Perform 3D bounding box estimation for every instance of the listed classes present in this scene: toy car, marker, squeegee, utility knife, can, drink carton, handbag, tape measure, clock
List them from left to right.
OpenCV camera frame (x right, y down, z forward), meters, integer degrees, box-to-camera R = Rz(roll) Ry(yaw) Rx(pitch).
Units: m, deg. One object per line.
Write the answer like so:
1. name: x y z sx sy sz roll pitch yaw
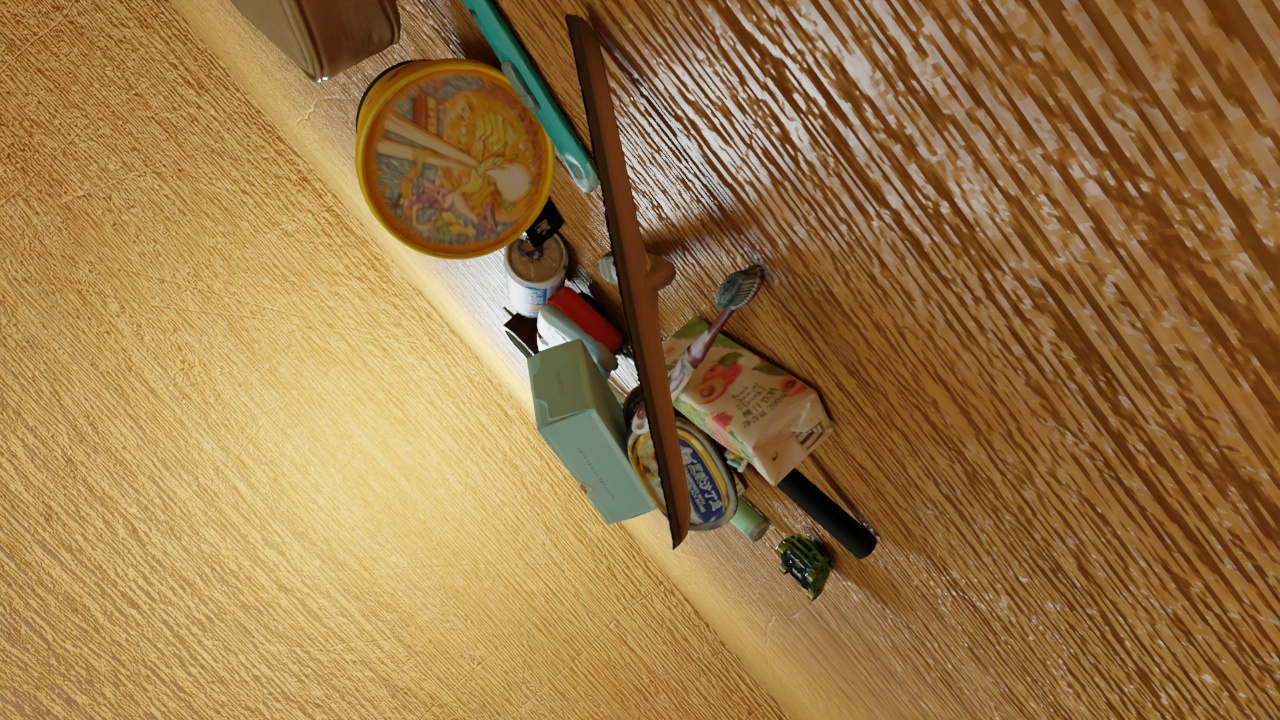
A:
1. handbag: -0.224 -0.270 0.552 0.204 0.099 0.148 44 161 22
2. utility knife: -0.071 -0.166 0.515 0.029 0.013 0.187 19 150 51
3. tape measure: -0.098 -0.126 0.711 0.066 0.033 0.066 35 163 46
4. can: -0.092 -0.076 0.807 0.053 0.053 0.135 48 169 2
5. clock: -0.106 -0.024 1.036 0.122 0.055 0.082 36 164 42
6. squeegee: -0.003 -0.051 0.536 0.249 0.040 0.248 -124 22 -80
7. can: 0.034 0.082 0.764 0.049 0.075 0.148 -96 -18 -49
8. drink carton: 0.057 0.022 0.564 0.122 0.053 0.045 36 165 50
9. marker: 0.110 0.087 0.620 0.132 0.020 0.022 42 135 -13
10. toy car: 0.145 0.178 0.802 0.043 0.036 0.091 44 170 28

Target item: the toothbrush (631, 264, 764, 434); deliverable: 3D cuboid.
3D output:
1. toothbrush: 0.025 0.001 0.524 0.016 0.017 0.188 65 151 20

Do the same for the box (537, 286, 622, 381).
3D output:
1. box: -0.059 -0.009 0.852 0.086 0.046 0.201 43 169 2

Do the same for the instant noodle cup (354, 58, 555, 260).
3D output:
1. instant noodle cup: -0.128 -0.137 0.588 0.118 0.118 0.114 56 174 -34

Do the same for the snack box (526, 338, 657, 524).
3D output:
1. snack box: -0.038 0.065 0.773 0.175 0.052 0.074 63 -171 -50

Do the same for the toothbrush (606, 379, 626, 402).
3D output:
1. toothbrush: 0.008 0.074 1.032 0.020 0.029 0.189 -3 -142 -48

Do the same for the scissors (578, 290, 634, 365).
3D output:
1. scissors: -0.007 0.000 0.848 0.159 0.014 0.178 33 162 53

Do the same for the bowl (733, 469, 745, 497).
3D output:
1. bowl: 0.037 0.107 0.883 0.116 0.066 0.116 45 172 8

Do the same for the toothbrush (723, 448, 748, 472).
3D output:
1. toothbrush: 0.086 0.056 0.651 0.189 0.021 0.029 114 135 -76

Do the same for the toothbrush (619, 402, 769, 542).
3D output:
1. toothbrush: 0.051 0.110 0.965 0.224 0.026 0.027 41 -171 35
